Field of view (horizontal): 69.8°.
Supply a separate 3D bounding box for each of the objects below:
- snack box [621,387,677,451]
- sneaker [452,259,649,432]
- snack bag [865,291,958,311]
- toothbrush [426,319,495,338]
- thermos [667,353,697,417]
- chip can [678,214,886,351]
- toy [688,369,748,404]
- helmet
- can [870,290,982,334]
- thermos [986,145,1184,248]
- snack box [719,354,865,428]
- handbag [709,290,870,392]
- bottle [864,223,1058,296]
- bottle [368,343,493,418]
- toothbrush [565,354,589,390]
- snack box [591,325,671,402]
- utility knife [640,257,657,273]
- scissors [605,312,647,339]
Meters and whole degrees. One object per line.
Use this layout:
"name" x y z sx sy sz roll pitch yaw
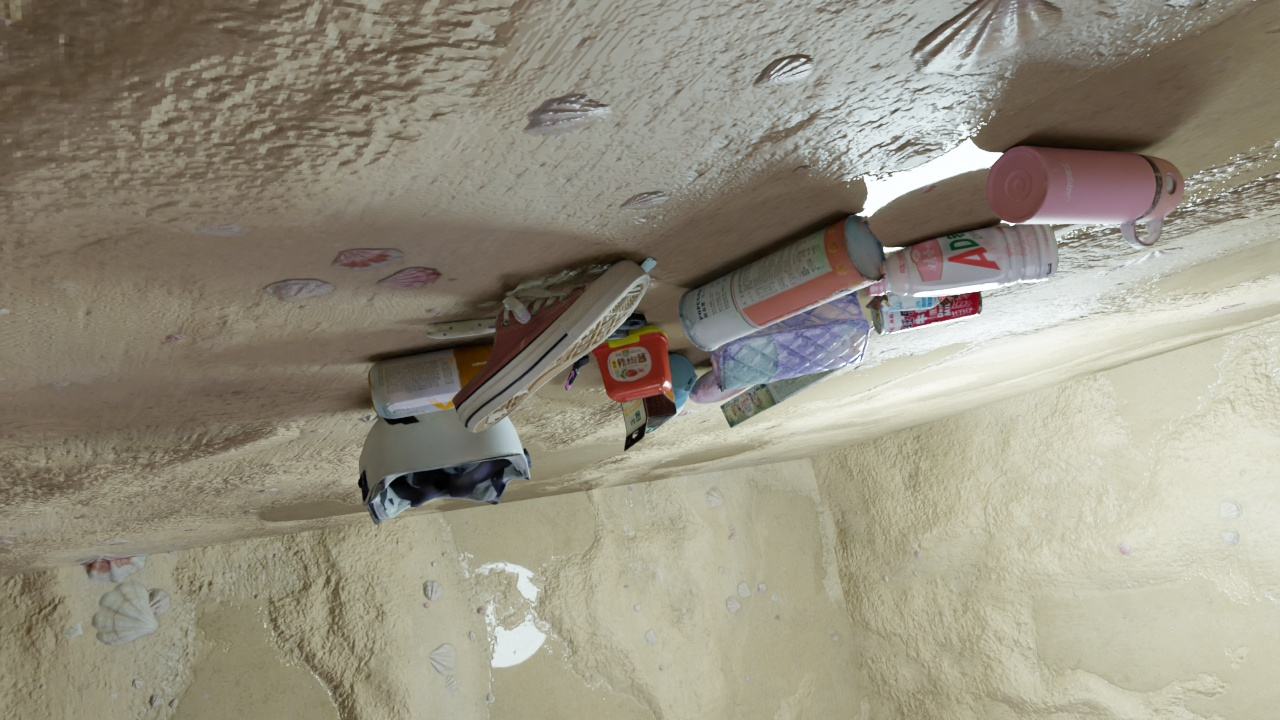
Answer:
"snack box" 0.003 0.049 1.238 0.053 0.125 0.113 -8 167 -17
"sneaker" -0.101 -0.029 0.889 0.241 0.088 0.118 -39 172 18
"snack bag" 0.339 -0.076 1.149 0.104 0.026 0.048 -5 165 -7
"toothbrush" -0.133 -0.040 0.974 0.187 0.016 0.017 -8 177 -19
"thermos" 0.043 0.039 1.384 0.070 0.070 0.221 -11 167 -4
"chip can" 0.138 -0.075 0.930 0.071 0.071 0.215 1 162 -45
"toy" 0.151 0.026 1.446 0.159 0.054 0.122 -18 173 -32
"helmet" -0.271 0.114 1.241 0.228 0.145 0.259 -8 160 -20
"can" 0.373 -0.071 1.203 0.133 0.053 0.053 -12 168 1
"thermos" 0.403 -0.144 0.820 0.198 0.087 0.067 -3 -177 -30
"snack box" 0.237 0.034 1.458 0.177 0.046 0.183 -27 175 -23
"handbag" 0.185 -0.027 1.152 0.194 0.075 0.134 -10 147 -1
"bottle" 0.344 -0.105 1.000 0.197 0.068 0.068 -10 168 7
"bottle" -0.209 0.019 1.043 0.189 0.068 0.068 -10 168 -8
"toothbrush" -0.091 0.019 1.283 0.017 0.014 0.189 -21 171 -15
"snack box" -0.007 0.007 1.144 0.091 0.080 0.082 -14 168 10
"utility knife" -0.042 -0.053 0.947 0.034 0.018 0.205 1 153 -36
"scissors" -0.078 -0.035 1.047 0.171 0.014 0.151 -12 167 3
